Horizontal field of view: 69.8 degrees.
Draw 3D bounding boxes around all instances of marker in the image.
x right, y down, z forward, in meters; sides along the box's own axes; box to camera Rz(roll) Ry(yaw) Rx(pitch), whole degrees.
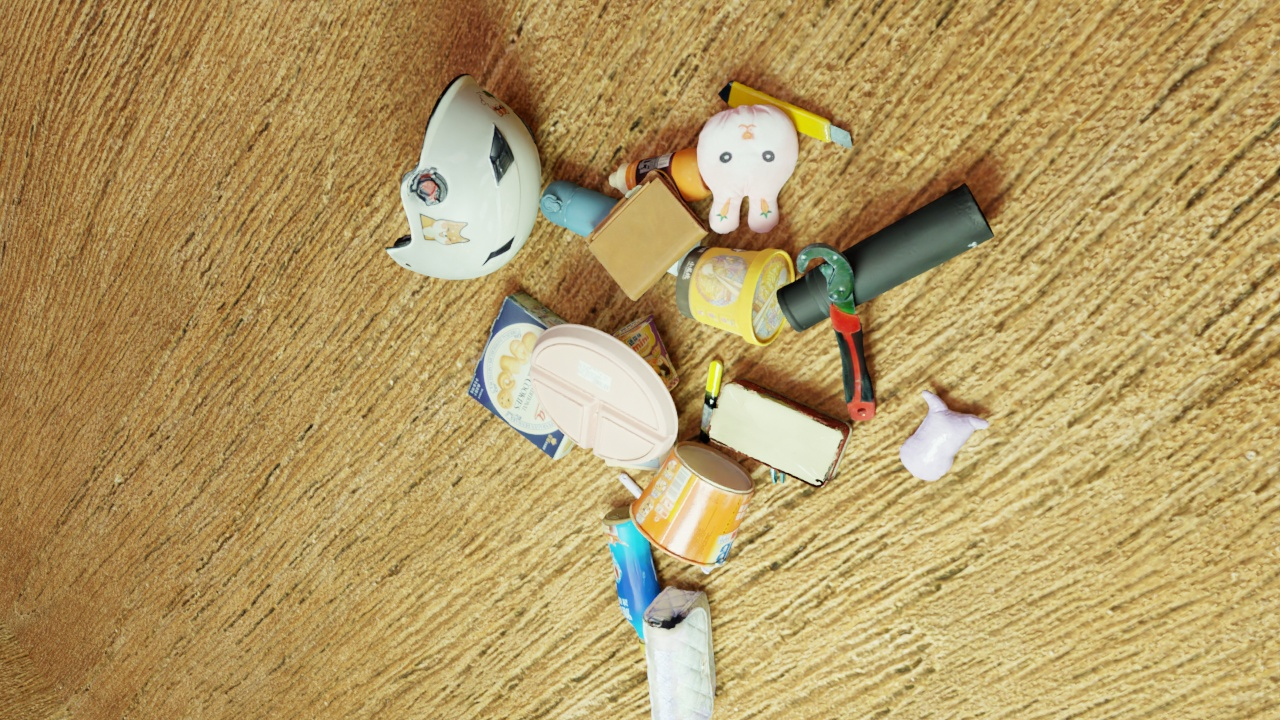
[{"bbox_3d":[0.095,0.057,1.244,0.018,0.015,0.124,17,115,24],"label":"marker"}]

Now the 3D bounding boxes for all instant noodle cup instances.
[{"bbox_3d":[-0.007,0.007,1.235,0.112,0.111,0.099,-24,101,31],"label":"instant noodle cup"},{"bbox_3d":[0.076,0.185,1.220,0.151,0.151,0.111,31,108,17],"label":"instant noodle cup"},{"bbox_3d":[0.115,-0.087,1.138,0.115,0.118,0.118,15,111,32],"label":"instant noodle cup"}]

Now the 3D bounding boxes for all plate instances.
[{"bbox_3d":[-0.056,0.052,1.218,0.230,0.028,0.230,22,137,22],"label":"plate"}]

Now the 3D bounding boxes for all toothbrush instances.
[{"bbox_3d":[0.037,0.231,1.321,0.189,0.029,0.021,44,157,12],"label":"toothbrush"}]

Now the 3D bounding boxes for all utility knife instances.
[{"bbox_3d":[0.174,-0.294,1.100,0.181,0.015,0.033,28,137,17],"label":"utility knife"}]

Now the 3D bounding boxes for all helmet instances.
[{"bbox_3d":[-0.212,-0.221,1.221,0.157,0.229,0.275,26,122,-1],"label":"helmet"}]

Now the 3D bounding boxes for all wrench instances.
[{"bbox_3d":[0.239,-0.026,1.071,0.056,0.016,0.273,-12,129,18],"label":"wrench"}]

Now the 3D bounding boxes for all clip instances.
[{"bbox_3d":[0.182,0.138,1.221,0.048,0.014,0.057,-3,101,26],"label":"clip"}]

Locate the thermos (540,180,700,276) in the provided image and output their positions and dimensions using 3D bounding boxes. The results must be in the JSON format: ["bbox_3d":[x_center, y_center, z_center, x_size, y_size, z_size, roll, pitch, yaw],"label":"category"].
[{"bbox_3d":[-0.030,-0.178,1.211,0.220,0.070,0.070,25,114,19],"label":"thermos"}]

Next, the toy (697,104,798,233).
[{"bbox_3d":[0.129,-0.228,1.108,0.121,0.054,0.160,-3,118,1],"label":"toy"}]

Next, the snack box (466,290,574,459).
[{"bbox_3d":[-0.150,0.022,1.345,0.182,0.045,0.178,35,118,16],"label":"snack box"}]

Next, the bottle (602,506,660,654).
[{"bbox_3d":[-0.005,0.325,1.343,0.065,0.065,0.219,-6,101,29],"label":"bottle"}]

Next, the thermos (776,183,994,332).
[{"bbox_3d":[0.278,-0.116,1.062,0.243,0.089,0.068,-28,95,25],"label":"thermos"}]

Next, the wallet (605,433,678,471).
[{"bbox_3d":[0.000,0.115,1.307,0.115,0.024,0.087,4,111,28],"label":"wallet"}]

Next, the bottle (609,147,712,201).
[{"bbox_3d":[0.023,-0.235,1.174,0.150,0.066,0.067,4,106,34],"label":"bottle"}]

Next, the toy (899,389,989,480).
[{"bbox_3d":[0.353,0.096,1.103,0.084,0.038,0.108,33,119,16],"label":"toy"}]

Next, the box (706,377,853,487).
[{"bbox_3d":[0.175,0.089,1.167,0.168,0.075,0.091,24,103,20],"label":"box"}]

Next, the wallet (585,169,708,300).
[{"bbox_3d":[0.004,-0.156,1.145,0.132,0.031,0.108,-43,84,22],"label":"wallet"}]

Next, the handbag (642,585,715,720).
[{"bbox_3d":[0.058,0.427,1.300,0.076,0.133,0.194,0,105,28],"label":"handbag"}]
